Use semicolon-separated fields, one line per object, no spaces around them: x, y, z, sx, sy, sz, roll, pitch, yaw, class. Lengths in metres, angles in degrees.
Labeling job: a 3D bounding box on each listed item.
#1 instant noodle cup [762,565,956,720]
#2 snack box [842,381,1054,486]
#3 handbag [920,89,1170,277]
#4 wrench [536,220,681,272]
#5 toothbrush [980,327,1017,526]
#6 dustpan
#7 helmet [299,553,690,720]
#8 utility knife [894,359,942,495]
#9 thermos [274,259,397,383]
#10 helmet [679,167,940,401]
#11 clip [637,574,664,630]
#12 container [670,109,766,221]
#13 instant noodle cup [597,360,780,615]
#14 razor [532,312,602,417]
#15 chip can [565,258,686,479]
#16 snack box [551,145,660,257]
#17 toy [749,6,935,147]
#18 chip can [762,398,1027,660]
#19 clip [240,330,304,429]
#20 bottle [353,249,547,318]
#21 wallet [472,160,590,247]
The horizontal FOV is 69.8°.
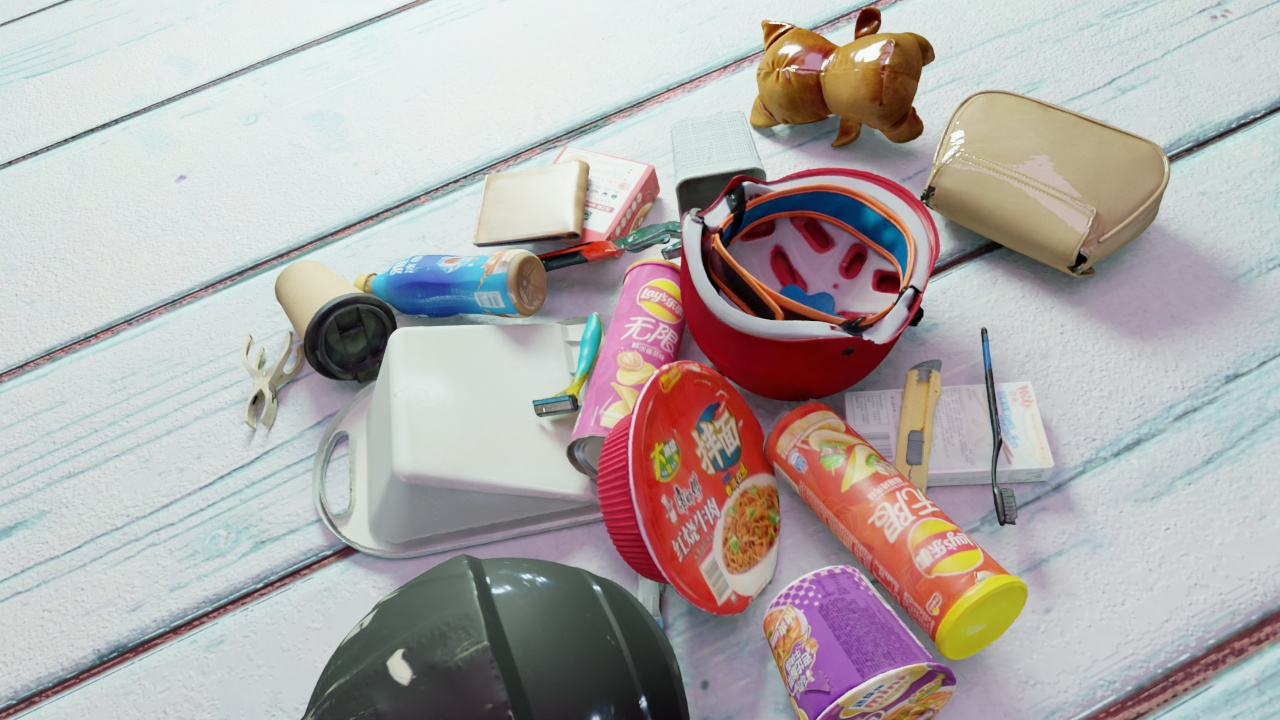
0.142;0.206;0.635;0.111;0.112;0.099;-24;44;-7;instant noodle cup
0.251;0.062;0.764;0.157;0.027;0.084;-3;54;8;snack box
0.376;-0.165;0.869;0.204;0.100;0.147;35;74;30;handbag
-0.064;-0.100;0.900;0.274;0.016;0.056;-7;36;30;wrench
0.288;0.048;0.742;0.016;0.014;0.189;2;54;11;toothbrush
-0.160;0.076;0.844;0.257;0.143;0.222;5;49;-23;dustpan
-0.104;0.247;0.584;0.275;0.230;0.233;-35;51;9;helmet
0.220;0.080;0.735;0.031;0.020;0.196;3;62;21;utility knife
-0.309;-0.044;0.916;0.093;0.093;0.143;-39;48;-18;thermos
0.141;-0.059;0.807;0.207;0.144;0.239;38;53;26;helmet
0.007;0.192;0.722;0.026;0.039;0.058;-4;55;10;clip
0.079;-0.194;0.949;0.090;0.090;0.111;-8;50;4;container
0.032;0.101;0.705;0.066;0.194;0.193;-19;46;35;instant noodle cup
-0.057;0.003;0.838;0.043;0.028;0.132;-13;36;27;razor
-0.005;0.005;0.814;0.071;0.071;0.210;5;50;14;chip can
-0.058;-0.163;0.977;0.113;0.044;0.126;18;60;22;snack box
0.210;-0.303;0.987;0.200;0.130;0.140;11;95;31;toy
0.176;0.116;0.673;0.073;0.073;0.216;-30;42;-12;chip can
-0.382;0.016;0.916;0.092;0.035;0.103;17;66;17;clip
-0.197;-0.074;0.917;0.219;0.065;0.065;1;53;30;bottle
-0.111;-0.160;0.946;0.115;0.020;0.101;-4;55;12;wallet
